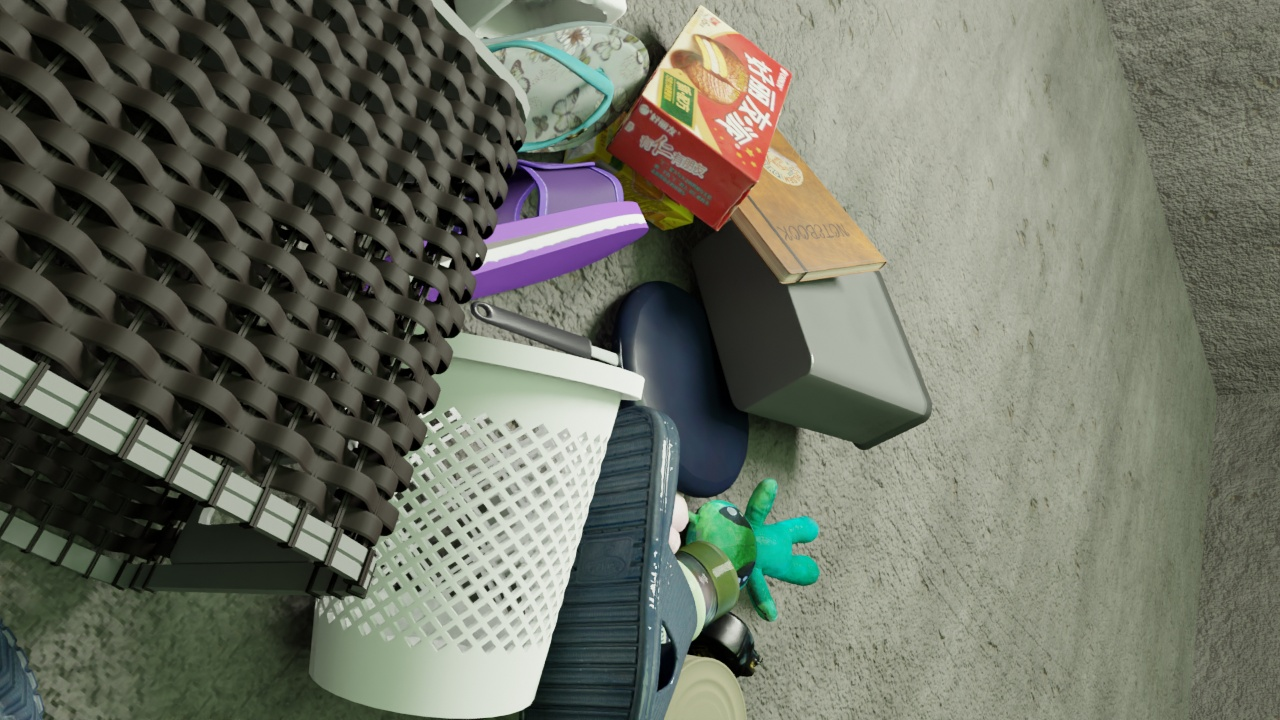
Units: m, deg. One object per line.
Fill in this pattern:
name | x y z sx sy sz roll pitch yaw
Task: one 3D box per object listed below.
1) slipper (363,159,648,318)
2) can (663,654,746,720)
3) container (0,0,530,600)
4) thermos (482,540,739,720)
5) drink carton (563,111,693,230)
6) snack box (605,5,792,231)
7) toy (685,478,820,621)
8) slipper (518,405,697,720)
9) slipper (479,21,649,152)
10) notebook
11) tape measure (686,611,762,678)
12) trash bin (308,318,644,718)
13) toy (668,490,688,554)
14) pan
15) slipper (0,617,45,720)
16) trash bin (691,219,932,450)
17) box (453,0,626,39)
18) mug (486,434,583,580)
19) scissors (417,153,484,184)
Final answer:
slipper | -0.094 -0.100 0.637 0.265 0.107 0.084 -26 92 -54
can | 0.021 0.301 0.742 0.127 0.073 0.127 9 78 -48
container | -0.223 -0.064 0.393 0.245 0.248 0.243 43 51 -36
thermos | -0.018 0.206 0.701 0.230 0.082 0.082 -15 96 -45
drink carton | -0.003 -0.170 0.806 0.134 0.043 0.058 27 64 -44
snack box | 0.059 -0.218 0.796 0.113 0.060 0.235 34 39 -10
toy | 0.096 0.176 0.857 0.193 0.073 0.130 12 74 -38
slipper | -0.004 0.161 0.602 0.082 0.101 0.263 32 58 -40
slipper | -0.091 -0.180 0.641 0.268 0.055 0.098 -16 139 -38
notebook | 0.107 -0.175 0.858 0.178 0.014 0.249 -12 60 -45
tape measure | 0.064 0.248 0.804 0.072 0.072 0.042 55 51 -20
trash bin | -0.111 0.092 0.553 0.195 0.196 0.199 15 83 -47
toy | 0.009 0.125 0.761 0.063 0.047 0.110 42 14 1
pan | -0.004 0.005 0.755 0.356 0.021 0.198 21 57 -50
slipper | -0.345 0.119 0.344 0.095 0.105 0.253 -33 133 -3
trash bin | 0.170 -0.027 0.904 0.219 0.098 0.191 17 50 -45
box | -0.081 -0.236 0.697 0.108 0.129 0.136 0 75 -48
mug | -0.057 0.107 0.682 0.089 0.074 0.105 8 79 -48
scissors | -0.143 -0.179 0.668 0.124 0.019 0.156 34 61 -42
